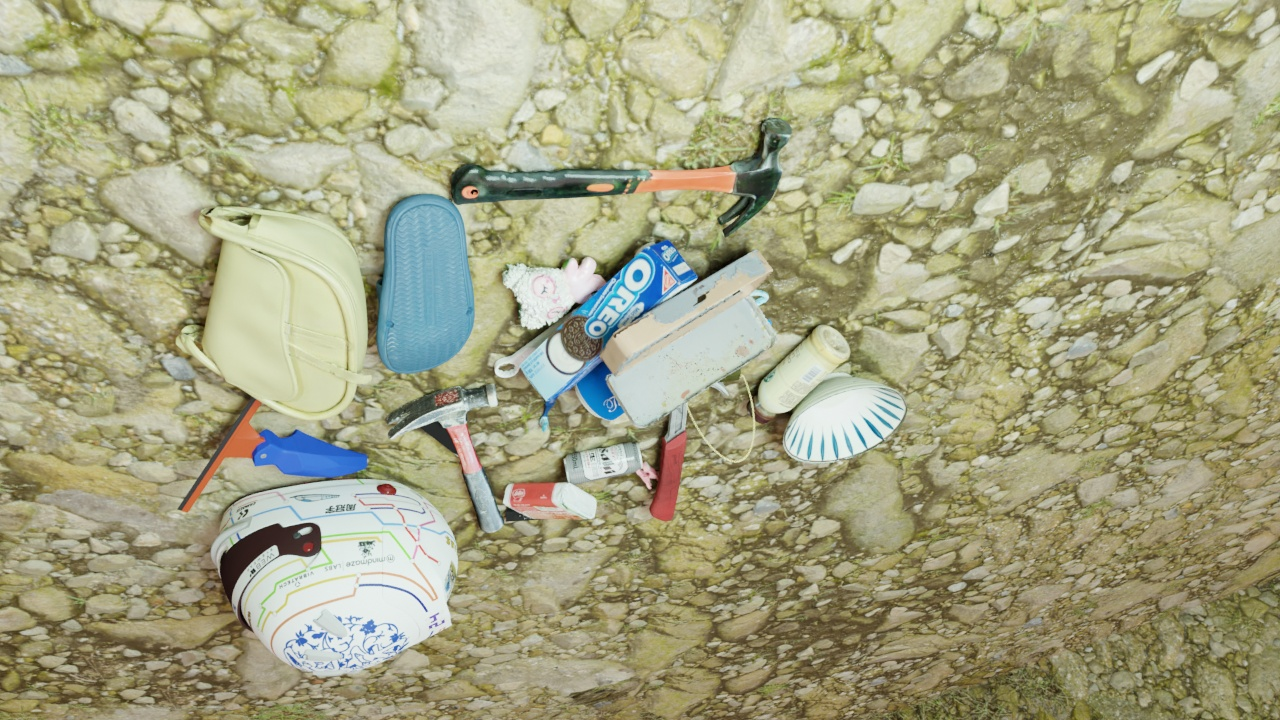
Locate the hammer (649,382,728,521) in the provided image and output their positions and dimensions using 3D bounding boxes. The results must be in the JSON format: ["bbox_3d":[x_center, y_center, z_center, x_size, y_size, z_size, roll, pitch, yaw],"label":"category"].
[{"bbox_3d":[0.048,0.126,1.292,0.126,0.036,0.316,-9,137,-13],"label":"hammer"}]

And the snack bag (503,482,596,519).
[{"bbox_3d":[-0.129,0.200,1.305,0.116,0.036,0.077,-6,151,33],"label":"snack bag"}]

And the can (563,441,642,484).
[{"bbox_3d":[-0.053,0.144,1.291,0.106,0.044,0.044,-11,142,-5],"label":"can"}]

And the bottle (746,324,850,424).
[{"bbox_3d":[0.204,0.023,1.217,0.056,0.056,0.162,15,133,-33],"label":"bottle"}]

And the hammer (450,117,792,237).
[{"bbox_3d":[-0.021,-0.179,0.919,0.333,0.033,0.133,-3,141,-13],"label":"hammer"}]

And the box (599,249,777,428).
[{"bbox_3d":[0.065,-0.026,1.009,0.215,0.096,0.105,-31,166,-26],"label":"box"}]

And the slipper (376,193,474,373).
[{"bbox_3d":[-0.224,-0.078,0.954,0.103,0.059,0.214,-6,128,-25],"label":"slipper"}]

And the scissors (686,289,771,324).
[{"bbox_3d":[0.103,-0.053,1.125,0.131,0.019,0.105,-4,137,-14],"label":"scissors"}]

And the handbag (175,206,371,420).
[{"bbox_3d":[-0.360,-0.042,0.926,0.190,0.088,0.233,13,133,-23],"label":"handbag"}]

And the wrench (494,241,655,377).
[{"bbox_3d":[-0.069,-0.055,1.069,0.274,0.009,0.047,-34,138,23],"label":"wrench"}]

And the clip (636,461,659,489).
[{"bbox_3d":[0.017,0.168,1.362,0.037,0.022,0.058,-24,139,17],"label":"clip"}]

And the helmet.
[{"bbox_3d":[-0.397,0.289,1.198,0.314,0.235,0.231,-8,139,-10],"label":"helmet"}]

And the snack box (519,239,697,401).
[{"bbox_3d":[-0.039,-0.042,1.026,0.227,0.059,0.059,-39,175,28],"label":"snack box"}]

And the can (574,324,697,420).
[{"bbox_3d":[-0.007,0.006,1.108,0.146,0.078,0.079,-36,137,24],"label":"can"}]

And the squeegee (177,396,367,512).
[{"bbox_3d":[-0.416,0.115,1.124,0.184,0.055,0.250,17,118,-50],"label":"squeegee"}]

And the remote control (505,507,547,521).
[{"bbox_3d":[-0.142,0.228,1.390,0.124,0.010,0.039,-4,140,-14],"label":"remote control"}]

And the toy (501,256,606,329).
[{"bbox_3d":[-0.092,-0.077,1.010,0.109,0.041,0.096,-19,142,1],"label":"toy"}]

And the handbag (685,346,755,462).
[{"bbox_3d":[0.095,0.050,1.115,0.084,0.177,0.027,-7,141,-11],"label":"handbag"}]

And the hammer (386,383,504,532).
[{"bbox_3d":[-0.238,0.147,1.243,0.140,0.036,0.327,-12,142,-6],"label":"hammer"}]

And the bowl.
[{"bbox_3d":[0.275,0.066,1.282,0.177,0.070,0.178,-9,142,-7],"label":"bowl"}]

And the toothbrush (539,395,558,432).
[{"bbox_3d":[-0.115,0.048,1.175,0.021,0.016,0.133,-3,141,-19],"label":"toothbrush"}]
